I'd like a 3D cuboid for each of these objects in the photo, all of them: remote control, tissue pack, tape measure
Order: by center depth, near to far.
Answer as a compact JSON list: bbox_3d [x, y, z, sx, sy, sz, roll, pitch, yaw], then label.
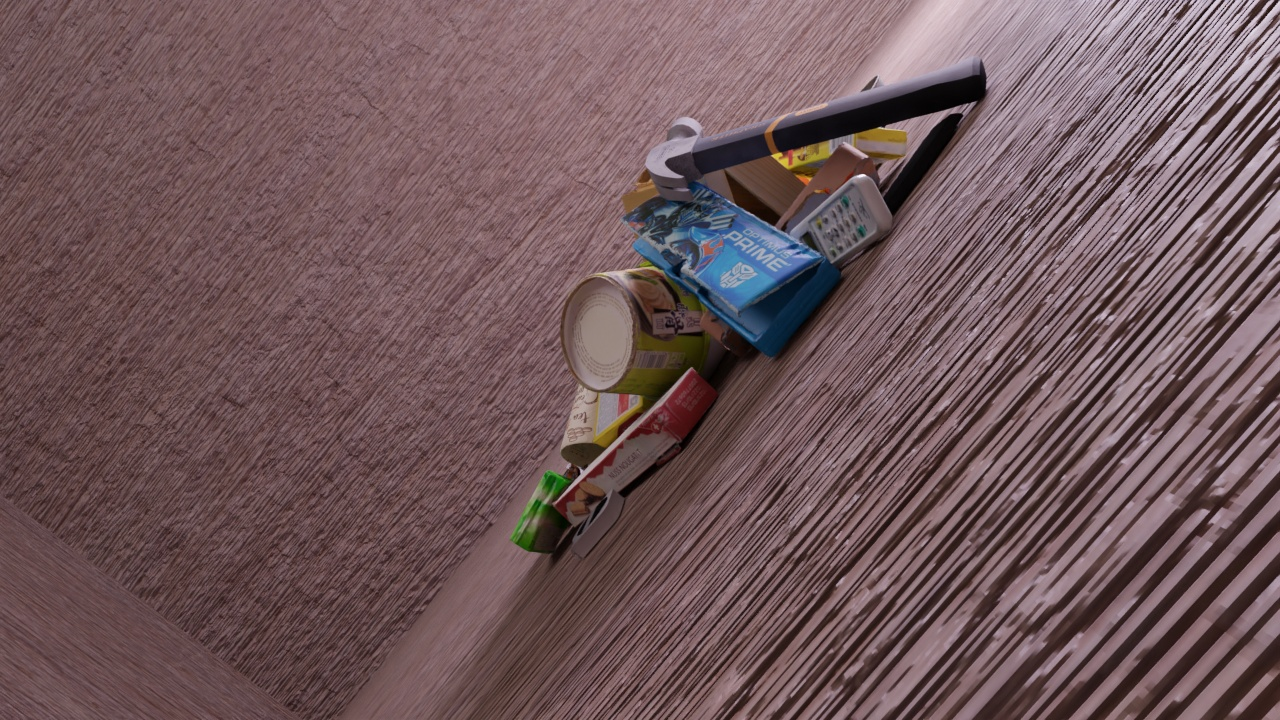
[{"bbox_3d":[0.219,-0.150,0.744,0.124,0.010,0.039,-53,3,-12],"label":"remote control"},{"bbox_3d":[0.162,-0.107,0.746,0.022,0.050,0.133,-26,-5,-17],"label":"remote control"},{"bbox_3d":[-0.043,0.161,0.906,0.064,0.017,0.065,-50,3,16],"label":"tape measure"},{"bbox_3d":[-0.107,0.181,1.094,0.099,0.034,0.114,-61,-18,-6],"label":"tissue pack"}]

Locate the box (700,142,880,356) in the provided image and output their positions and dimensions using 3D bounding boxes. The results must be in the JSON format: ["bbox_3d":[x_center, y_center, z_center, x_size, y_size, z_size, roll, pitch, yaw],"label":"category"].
[{"bbox_3d":[0.147,-0.098,0.888,0.216,0.063,0.157,-52,-5,4],"label":"box"}]

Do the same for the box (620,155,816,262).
[{"bbox_3d":[0.073,-0.168,1.044,0.148,0.141,0.249,-47,18,-11],"label":"box"}]

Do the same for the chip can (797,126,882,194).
[{"bbox_3d":[0.201,-0.198,1.069,0.062,0.062,0.211,-54,4,-34],"label":"chip can"}]

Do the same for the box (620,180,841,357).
[{"bbox_3d":[0.067,-0.098,0.810,0.091,0.066,0.243,-50,36,4],"label":"box"}]

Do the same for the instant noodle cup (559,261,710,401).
[{"bbox_3d":[-0.011,-0.029,0.928,0.097,0.146,0.147,-4,-34,-42],"label":"instant noodle cup"}]

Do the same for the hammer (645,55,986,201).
[{"bbox_3d":[0.146,-0.211,0.823,0.313,0.035,0.139,-10,35,30],"label":"hammer"}]

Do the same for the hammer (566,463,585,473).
[{"bbox_3d":[-0.006,0.065,1.338,0.327,0.036,0.140,-48,3,43],"label":"hammer"}]

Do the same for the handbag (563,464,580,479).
[{"bbox_3d":[-0.076,0.125,1.224,0.094,0.043,0.195,117,172,-70],"label":"handbag"}]

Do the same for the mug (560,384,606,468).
[{"bbox_3d":[-0.044,0.085,1.152,0.081,0.122,0.097,-8,57,24],"label":"mug"}]

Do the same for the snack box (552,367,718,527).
[{"bbox_3d":[-0.011,0.099,0.946,0.076,0.044,0.274,-47,0,-37],"label":"snack box"}]

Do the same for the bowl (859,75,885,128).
[{"bbox_3d":[0.258,-0.269,1.113,0.151,0.057,0.150,-51,3,3],"label":"bowl"}]

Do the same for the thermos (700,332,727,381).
[{"bbox_3d":[0.099,-0.065,1.043,0.102,0.068,0.229,-33,14,44],"label":"thermos"}]

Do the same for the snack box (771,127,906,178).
[{"bbox_3d":[0.196,-0.208,0.926,0.149,0.061,0.025,-175,87,-66],"label":"snack box"}]

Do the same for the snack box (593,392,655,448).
[{"bbox_3d":[-0.006,0.006,1.080,0.092,0.042,0.200,-39,33,38],"label":"snack box"}]
